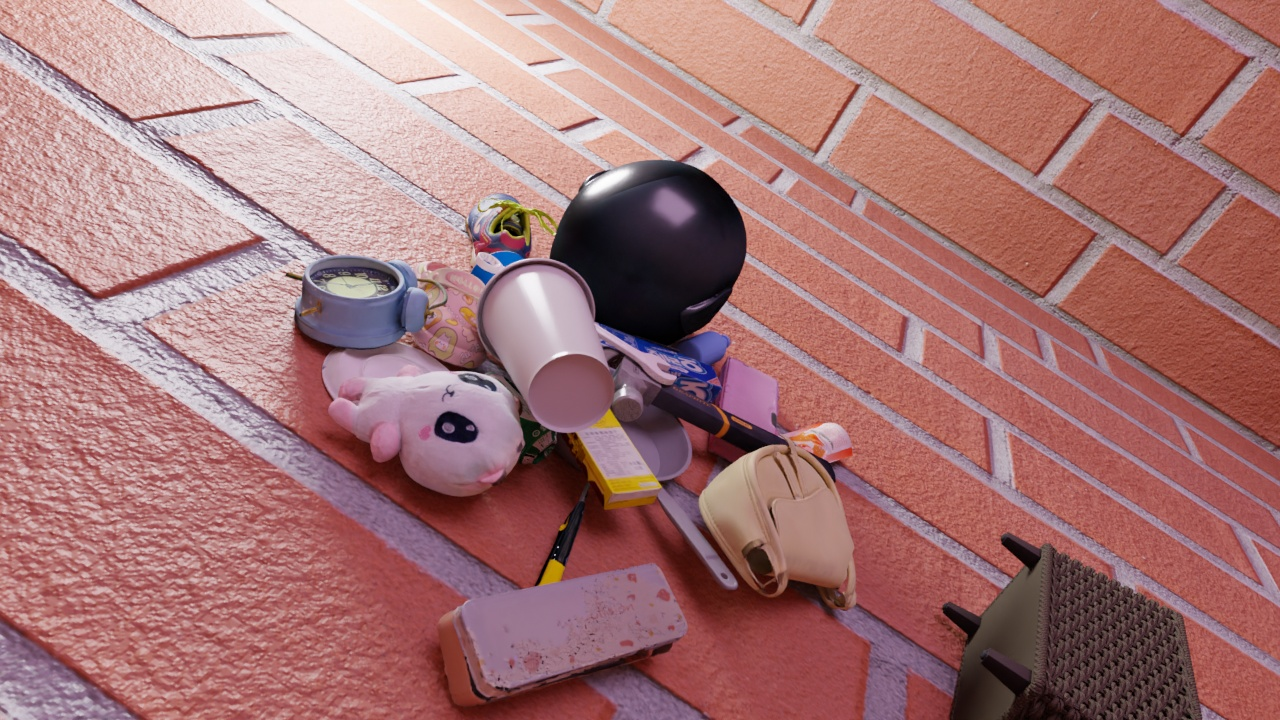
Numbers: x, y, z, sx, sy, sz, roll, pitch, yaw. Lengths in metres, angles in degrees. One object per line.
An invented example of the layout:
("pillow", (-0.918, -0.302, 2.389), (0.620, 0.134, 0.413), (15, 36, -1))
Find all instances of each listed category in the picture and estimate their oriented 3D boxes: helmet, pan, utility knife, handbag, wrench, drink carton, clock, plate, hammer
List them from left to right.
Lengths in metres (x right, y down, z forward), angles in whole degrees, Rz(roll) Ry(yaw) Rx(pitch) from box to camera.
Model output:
("clock", (-0.286, -0.064, 0.973), (0.161, 0.060, 0.118), (-6, 35, -31))
("plate", (-0.248, 0.025, 0.945), (0.157, 0.014, 0.156), (24, 28, -14))
("utility knife", (-0.071, 0.169, 0.873), (0.020, 0.029, 0.212), (35, 25, -6))
("wrench", (-0.074, -0.050, 1.077), (0.273, 0.009, 0.047), (32, 23, -5))
("pan", (0.000, 0.121, 0.999), (0.200, 0.051, 0.356), (7, 36, -39))
("helmet", (0.031, -0.154, 1.264), (0.249, 0.236, 0.315), (52, 30, 15))
("hammer", (0.104, 0.083, 1.109), (0.312, 0.035, 0.139), (27, 25, -15))
("handbag", (0.157, 0.171, 0.984), (0.232, 0.089, 0.190), (24, 31, -51))
("drink carton", (0.239, 0.120, 1.272), (0.122, 0.039, 0.069), (-9, 47, -44))

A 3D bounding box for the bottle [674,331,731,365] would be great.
("bottle", (0.097, -0.017, 1.332), (0.048, 0.048, 0.130), (41, 28, 17))

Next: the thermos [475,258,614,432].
("thermos", (-0.093, -0.015, 0.938), (0.131, 0.132, 0.221), (19, 18, -24))

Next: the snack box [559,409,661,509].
("snack box", (-0.040, 0.090, 0.945), (0.061, 0.026, 0.149), (0, 39, -36))

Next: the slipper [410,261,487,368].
("slipper", (-0.212, -0.069, 1.061), (0.093, 0.082, 0.197), (26, 23, -31))

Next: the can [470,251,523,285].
("can", (-0.152, -0.065, 1.121), (0.078, 0.079, 0.146), (7, 36, -39))

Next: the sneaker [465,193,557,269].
("sneaker", (-0.182, -0.194, 1.291), (0.116, 0.091, 0.241), (18, 29, -19))

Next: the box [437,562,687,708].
("box", (-0.059, 0.222, 0.750), (0.215, 0.063, 0.081), (2, 62, -45))

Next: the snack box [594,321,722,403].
("snack box", (-0.007, 0.007, 1.176), (0.226, 0.060, 0.059), (20, 26, -23))

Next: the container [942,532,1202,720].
("container", (0.420, 0.337, 0.944), (0.205, 0.177, 0.320), (34, 27, 13))

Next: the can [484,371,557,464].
("can", (-0.134, 0.061, 0.955), (0.101, 0.053, 0.053), (43, 29, 14))

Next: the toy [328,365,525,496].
("toy", (-0.197, 0.059, 0.856), (0.179, 0.102, 0.138), (19, 40, -7))

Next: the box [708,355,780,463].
("box", (0.143, 0.071, 1.245), (0.098, 0.037, 0.232), (30, 27, -4))
